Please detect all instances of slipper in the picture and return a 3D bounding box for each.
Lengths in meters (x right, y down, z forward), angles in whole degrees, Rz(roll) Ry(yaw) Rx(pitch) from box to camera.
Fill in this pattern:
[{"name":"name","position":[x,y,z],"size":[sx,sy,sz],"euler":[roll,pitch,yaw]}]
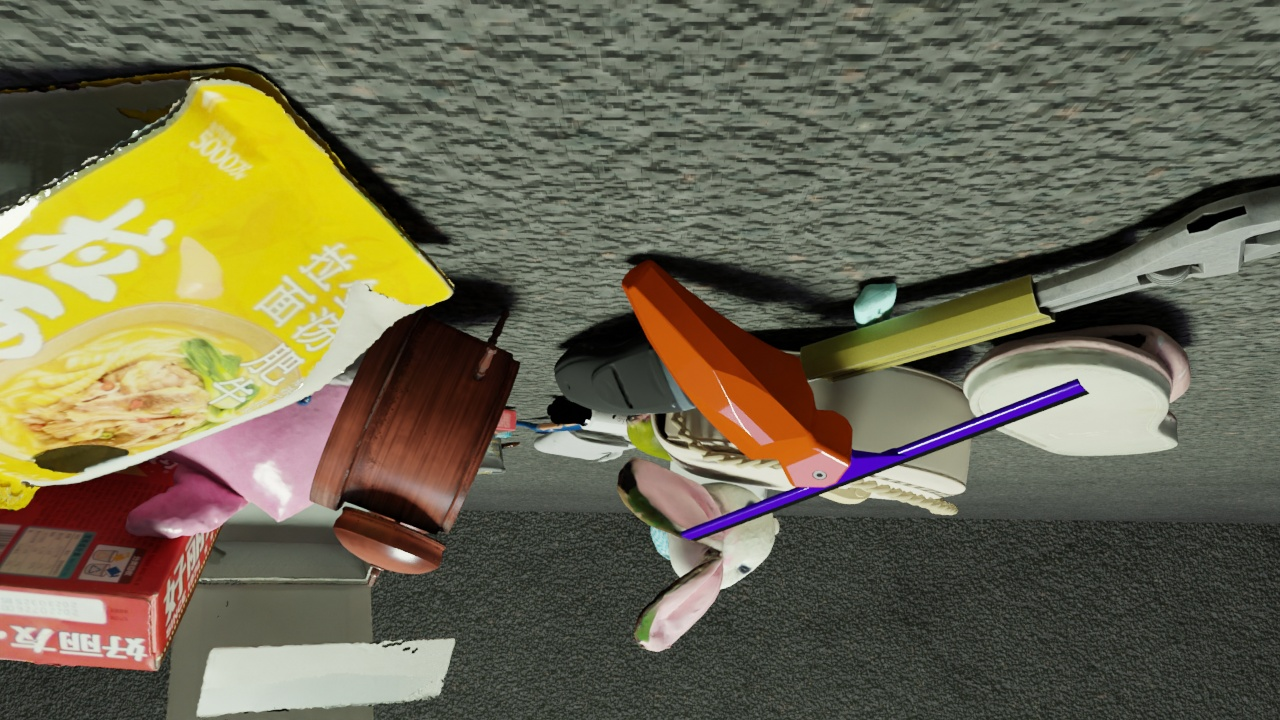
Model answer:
[{"name":"slipper","position":[0.276,0.017,0.569],"size":[0.114,0.054,0.274],"euler":[-7,162,32]}]

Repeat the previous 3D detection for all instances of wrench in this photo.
[{"name":"wrench","position":[0.168,-0.024,0.429],"size":[0.083,0.018,0.274],"euler":[5,162,-44]}]

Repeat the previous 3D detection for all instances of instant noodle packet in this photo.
[{"name":"instant noodle packet","position":[-0.200,-0.024,0.344],"size":[0.222,0.084,0.163],"euler":[-16,155,6]}]

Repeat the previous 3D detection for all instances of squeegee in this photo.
[{"name":"squeegee","position":[0.059,0.018,0.460],"size":[0.250,0.055,0.185],"euler":[-29,120,36]}]

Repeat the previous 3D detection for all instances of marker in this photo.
[{"name":"marker","position":[-0.030,0.052,0.819],"size":[0.125,0.025,0.025],"euler":[12,164,-40]}]

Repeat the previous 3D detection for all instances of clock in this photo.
[{"name":"clock","position":[-0.205,0.101,0.988],"size":[0.104,0.056,0.147],"euler":[-5,168,27]},{"name":"clock","position":[-0.121,0.046,0.488],"size":[0.072,0.158,0.120],"euler":[23,-168,-9]}]

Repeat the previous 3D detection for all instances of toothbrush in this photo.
[{"name":"toothbrush","position":[-0.091,0.065,0.902],"size":[0.135,0.017,0.021],"euler":[-6,168,30]}]

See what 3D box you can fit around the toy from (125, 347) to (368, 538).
[{"name":"toy","position":[-0.269,0.038,0.533],"size":[0.265,0.127,0.187],"euler":[4,170,-18]}]

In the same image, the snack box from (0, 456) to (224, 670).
[{"name":"snack box","position":[-0.326,0.084,0.584],"size":[0.113,0.060,0.236],"euler":[7,-152,-11]}]

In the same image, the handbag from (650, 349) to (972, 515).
[{"name":"handbag","position":[0.117,0.041,0.633],"size":[0.209,0.103,0.211],"euler":[7,168,8]}]

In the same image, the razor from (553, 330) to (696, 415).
[{"name":"razor","position":[-0.003,0.003,0.557],"size":[0.063,0.053,0.141],"euler":[-30,-167,-32]}]

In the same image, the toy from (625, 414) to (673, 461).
[{"name":"toy","position":[0.041,0.064,0.809],"size":[0.109,0.051,0.090],"euler":[11,162,-29]}]

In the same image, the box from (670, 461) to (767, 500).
[{"name":"box","position":[0.075,0.129,0.971],"size":[0.124,0.108,0.137],"euler":[0,167,13]}]

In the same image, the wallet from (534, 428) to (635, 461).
[{"name":"wallet","position":[-0.060,0.089,0.975],"size":[0.086,0.032,0.116],"euler":[8,166,-18]}]

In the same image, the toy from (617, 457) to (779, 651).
[{"name":"toy","position":[0.052,0.135,0.688],"size":[0.106,0.131,0.205],"euler":[-4,174,9]}]

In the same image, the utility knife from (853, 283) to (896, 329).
[{"name":"utility knife","position":[0.128,-0.021,0.506],"size":[0.022,0.015,0.129],"euler":[-26,165,7]}]

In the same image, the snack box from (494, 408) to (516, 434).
[{"name":"snack box","position":[-0.188,0.059,0.871],"size":[0.089,0.021,0.133],"euler":[10,165,-35]}]

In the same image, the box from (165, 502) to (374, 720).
[{"name":"box","position":[-0.302,0.212,0.774],"size":[0.166,0.368,0.150],"euler":[8,166,-31]}]
